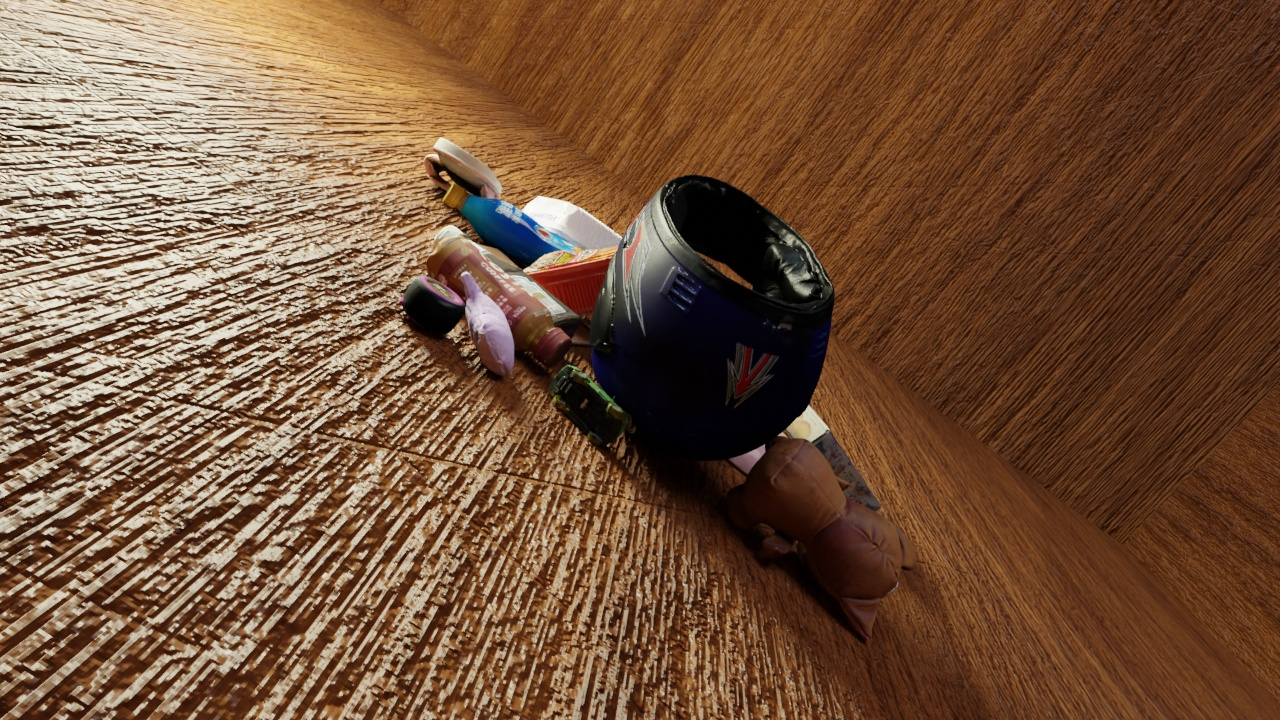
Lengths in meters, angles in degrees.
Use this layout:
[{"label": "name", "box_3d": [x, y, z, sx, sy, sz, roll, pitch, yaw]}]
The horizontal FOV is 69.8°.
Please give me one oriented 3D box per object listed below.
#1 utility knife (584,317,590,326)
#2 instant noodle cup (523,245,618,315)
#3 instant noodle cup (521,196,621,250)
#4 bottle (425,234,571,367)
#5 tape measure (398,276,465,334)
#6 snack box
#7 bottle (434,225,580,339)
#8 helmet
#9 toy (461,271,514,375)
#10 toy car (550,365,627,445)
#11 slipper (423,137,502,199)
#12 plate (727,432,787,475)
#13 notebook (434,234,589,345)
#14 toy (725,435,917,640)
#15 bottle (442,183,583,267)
[{"label": "utility knife", "box_3d": [-0.007, 0.007, 1.172, 0.198, 0.021, 0.031, 49, 16, 18]}, {"label": "instant noodle cup", "box_3d": [-0.050, -0.109, 1.171, 0.164, 0.189, 0.079, -61, 138, -76]}, {"label": "instant noodle cup", "box_3d": [-0.100, -0.191, 1.395, 0.138, 0.060, 0.173, 20, -5, 43]}, {"label": "bottle", "box_3d": [-0.148, -0.061, 0.973, 0.175, 0.057, 0.057, 40, 14, 13]}, {"label": "tape measure", "box_3d": [-0.196, -0.050, 0.865, 0.057, 0.039, 0.057, 35, 9, -5]}, {"label": "snack box", "box_3d": [0.238, 0.112, 1.264, 0.182, 0.046, 0.178, 50, 4, -35]}, {"label": "bottle", "box_3d": [-0.160, -0.087, 1.053, 0.195, 0.044, 0.079, 39, 27, 17]}, {"label": "helmet", "box_3d": [0.063, -0.033, 0.991, 0.247, 0.241, 0.314, 18, 30, -18]}, {"label": "toy", "box_3d": [-0.147, -0.030, 0.889, 0.108, 0.039, 0.084, -116, -174, -50]}, {"label": "toy car", "box_3d": [-0.049, 0.044, 0.902, 0.091, 0.043, 0.036, 45, 16, 26]}, {"label": "slipper", "box_3d": [-0.258, -0.261, 1.319, 0.114, 0.054, 0.274, 32, -2, -10]}, {"label": "plate", "box_3d": [0.149, 0.103, 1.197, 0.192, 0.039, 0.192, 34, 14, -10]}, {"label": "notebook", "box_3d": [-0.150, -0.085, 1.151, 0.207, 0.008, 0.147, 41, 14, 18]}, {"label": "toy", "box_3d": [0.185, 0.174, 0.936, 0.199, 0.139, 0.131, 40, -27, 7]}, {"label": "bottle", "box_3d": [-0.171, -0.173, 1.266, 0.218, 0.065, 0.065, 31, 15, -20]}]
